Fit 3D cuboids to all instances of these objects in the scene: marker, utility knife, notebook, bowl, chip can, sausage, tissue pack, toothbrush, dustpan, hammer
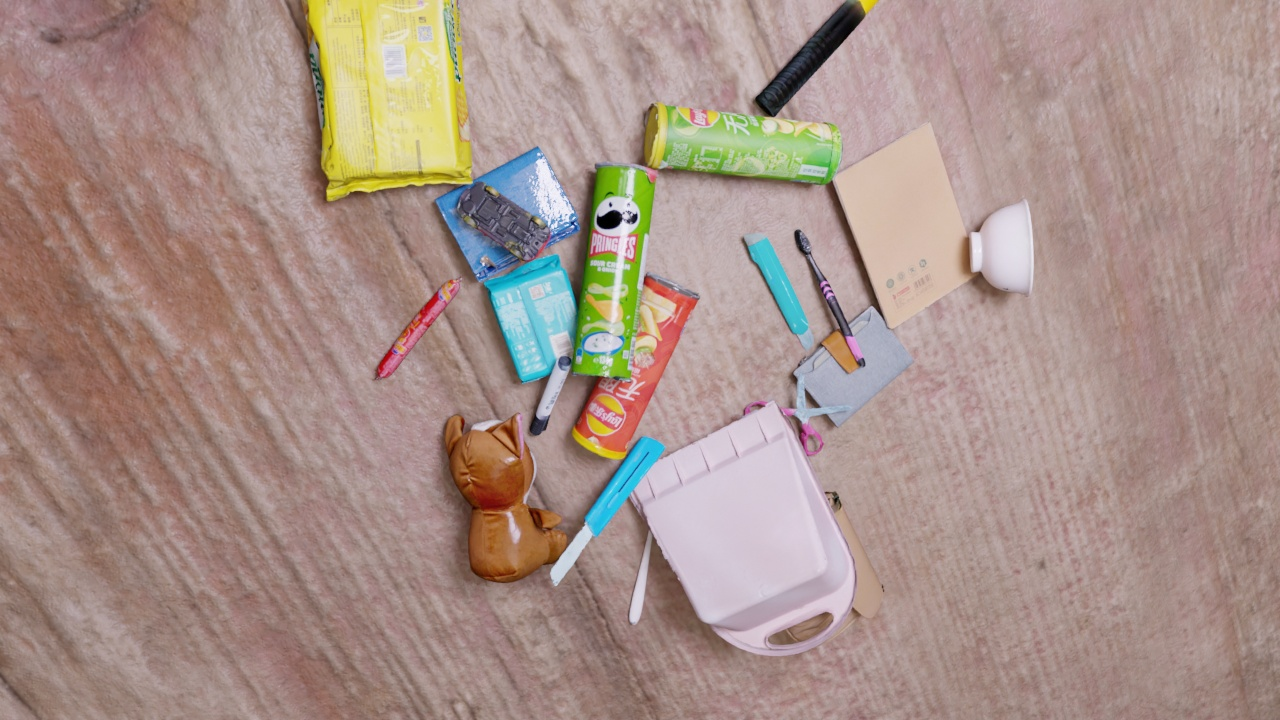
[{"bbox_3d":[-0.104,0.042,1.067,0.022,0.018,0.131,-15,147,-38],"label":"marker"},{"bbox_3d":[-0.041,0.177,1.099,0.034,0.018,0.218,46,65,-18],"label":"utility knife"},{"bbox_3d":[0.326,-0.162,1.115,0.147,0.008,0.208,-31,110,-13],"label":"notebook"},{"bbox_3d":[0.436,-0.134,1.116,0.065,0.118,0.118,-3,109,16],"label":"bowl"},{"bbox_3d":[-0.006,0.006,1.080,0.073,0.073,0.217,22,100,-17],"label":"chip can"},{"bbox_3d":[-0.253,-0.037,1.045,0.020,0.020,0.156,38,96,-19],"label":"sausage"},{"bbox_3d":[-0.116,-0.047,1.052,0.093,0.050,0.133,-19,109,-4],"label":"tissue pack"},{"bbox_3d":[0.116,-0.241,1.029,0.221,0.072,0.073,4,105,-12],"label":"chip can"},{"bbox_3d":[0.007,0.263,1.186,0.016,0.016,0.180,8,105,-11],"label":"toothbrush"},{"bbox_3d":[0.136,0.224,1.133,0.223,0.273,0.138,-26,154,15],"label":"dustpan"},{"bbox_3d":[0.172,-0.084,1.118,0.029,0.013,0.176,-30,113,1],"label":"utility knife"},{"bbox_3d":[0.242,-0.396,1.029,0.129,0.033,0.301,41,95,-19],"label":"hammer"},{"bbox_3d":[0.232,-0.074,1.113,0.014,0.017,0.189,-28,98,2],"label":"toothbrush"},{"bbox_3d":[-0.029,-0.096,1.015,0.072,0.072,0.236,7,91,-13],"label":"chip can"}]

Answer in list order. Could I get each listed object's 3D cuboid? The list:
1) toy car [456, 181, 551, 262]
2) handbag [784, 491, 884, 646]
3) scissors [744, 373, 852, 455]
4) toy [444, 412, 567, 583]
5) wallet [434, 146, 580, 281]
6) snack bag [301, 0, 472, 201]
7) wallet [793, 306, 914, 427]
[{"bbox_3d":[-0.147,-0.150,0.986,0.106,0.031,0.049,34,87,6],"label":"toy car"},{"bbox_3d":[0.222,0.270,1.186,0.148,0.099,0.204,-28,109,4],"label":"handbag"},{"bbox_3d":[0.199,0.071,1.154,0.133,0.017,0.134,-7,123,10],"label":"scissors"},{"bbox_3d":[-0.157,0.154,1.070,0.140,0.130,0.199,-9,106,28],"label":"toy"},{"bbox_3d":[-0.145,-0.161,1.019,0.133,0.040,0.106,-28,101,-2],"label":"wallet"},{"bbox_3d":[-0.258,-0.293,0.942,0.158,0.068,0.247,-5,106,-10],"label":"snack bag"},{"bbox_3d":[0.267,0.007,1.152,0.130,0.037,0.106,-41,110,2],"label":"wallet"}]
